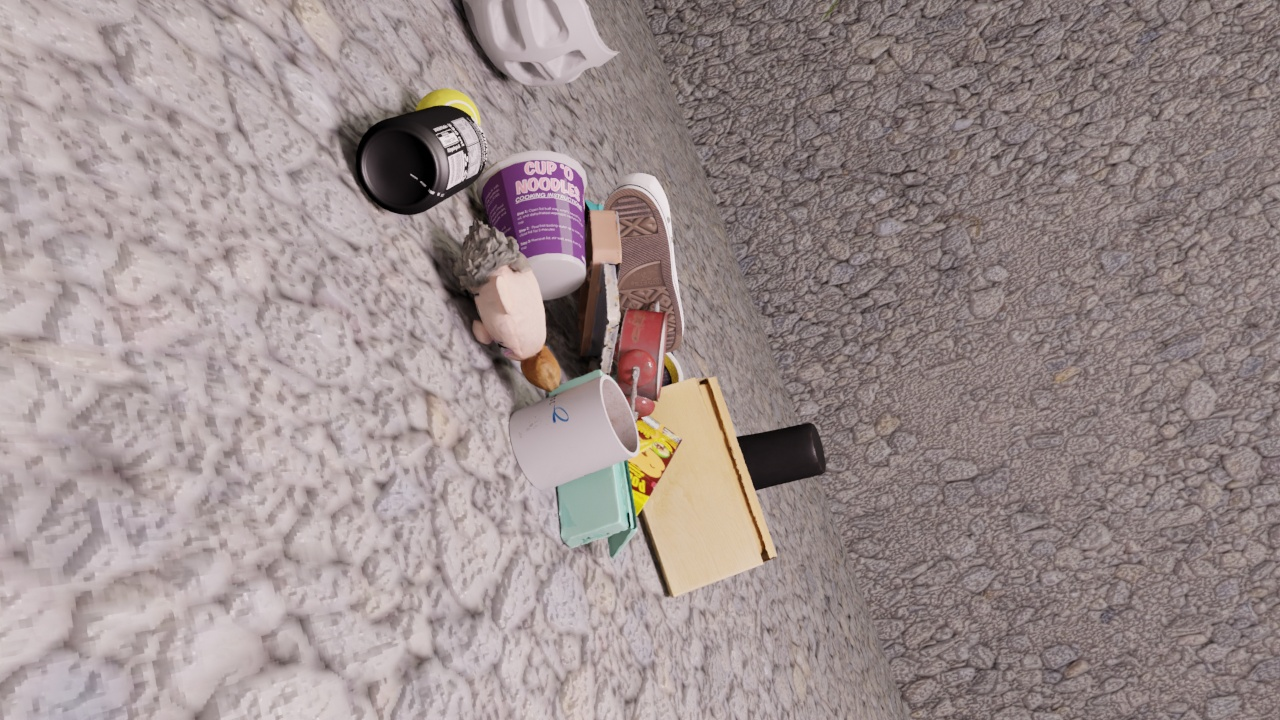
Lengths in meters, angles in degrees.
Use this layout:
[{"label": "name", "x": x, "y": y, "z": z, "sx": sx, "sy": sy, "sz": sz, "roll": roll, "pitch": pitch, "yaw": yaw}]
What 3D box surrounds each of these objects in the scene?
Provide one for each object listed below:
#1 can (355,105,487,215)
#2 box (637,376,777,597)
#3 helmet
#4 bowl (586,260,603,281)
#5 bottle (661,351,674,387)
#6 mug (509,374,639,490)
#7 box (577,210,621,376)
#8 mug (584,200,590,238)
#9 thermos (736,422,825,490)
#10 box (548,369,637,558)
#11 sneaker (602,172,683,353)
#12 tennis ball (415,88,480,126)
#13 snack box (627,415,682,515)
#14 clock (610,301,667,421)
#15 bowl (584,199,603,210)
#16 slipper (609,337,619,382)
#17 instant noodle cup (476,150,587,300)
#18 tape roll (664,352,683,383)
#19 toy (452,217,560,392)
[{"label": "can", "x": -0.190, "y": -0.182, "z": 0.817, "sx": 0.080, "sy": 0.080, "sz": 0.145, "roll": 64, "pitch": 15, "yaw": -16}, {"label": "box", "x": 0.068, "y": 0.156, "z": 1.173, "sx": 0.184, "sy": 0.142, "sz": 0.248, "roll": 5, "pitch": 63, "yaw": -66}, {"label": "helmet", "x": -0.149, "y": -0.508, "z": 1.238, "sx": 0.224, "sy": 0.184, "sz": 0.282, "roll": 36, "pitch": 41, "yaw": -74}, {"label": "bowl", "x": -0.018, "y": -0.133, "z": 1.256, "sx": 0.153, "sy": 0.076, "sz": 0.152, "roll": 33, "pitch": 16, "yaw": -11}, {"label": "bottle", "x": 0.033, "y": 0.032, "z": 1.366, "sx": 0.056, "sy": 0.056, "sz": 0.160, "roll": 38, "pitch": 33, "yaw": -63}, {"label": "mug", "x": -0.061, "y": 0.061, "z": 0.894, "sx": 0.083, "sy": 0.096, "sz": 0.119, "roll": 62, "pitch": 16, "yaw": -22}, {"label": "box", "x": -0.047, "y": -0.051, "z": 1.046, "sx": 0.217, "sy": 0.043, "sz": 0.150, "roll": 104, "pitch": -13, "yaw": -58}, {"label": "mug", "x": -0.105, "y": -0.171, "z": 1.134, "sx": 0.081, "sy": 0.084, "sz": 0.111, "roll": 59, "pitch": -15, "yaw": -25}, {"label": "thermos", "x": 0.145, "y": 0.147, "z": 1.294, "sx": 0.105, "sy": 0.219, "sz": 0.106, "roll": -15, "pitch": 90, "yaw": -71}, {"label": "box", "x": -0.038, "y": 0.108, "z": 0.948, "sx": 0.080, "sy": 0.077, "sz": 0.188, "roll": 49, "pitch": 23, "yaw": -48}, {"label": "sneaker", "x": 0.006, "y": -0.124, "z": 1.151, "sx": 0.097, "sy": 0.091, "sz": 0.246, "roll": -75, "pitch": 157, "yaw": -52}, {"label": "tennis ball", "x": -0.193, "y": -0.238, "z": 0.919, "sx": 0.065, "sy": 0.065, "sz": 0.065, "roll": 59, "pitch": 17, "yaw": -31}, {"label": "snack box", "x": -0.001, "y": 0.117, "z": 1.056, "sx": 0.061, "sy": 0.026, "sz": 0.148, "roll": 35, "pitch": 32, "yaw": 2}, {"label": "clock", "x": -0.006, "y": 0.006, "z": 1.090, "sx": 0.156, "sy": 0.062, "sz": 0.110, "roll": -79, "pitch": 173, "yaw": -50}, {"label": "bowl", "x": -0.069, "y": -0.196, "z": 1.348, "sx": 0.121, "sy": 0.046, "sz": 0.121, "roll": 59, "pitch": 17, "yaw": -31}, {"label": "slipper", "x": -0.030, "y": -0.047, "z": 1.255, "sx": 0.107, "sy": 0.056, "sz": 0.221, "roll": 57, "pitch": 17, "yaw": -30}, {"label": "instant noodle cup", "x": -0.104, "y": -0.135, "z": 0.987, "sx": 0.136, "sy": 0.122, "sz": 0.121, "roll": 29, "pitch": 43, "yaw": -54}, {"label": "tape roll", "x": 0.018, "y": 0.018, "z": 1.308, "sx": 0.094, "sy": 0.019, "sz": 0.093, "roll": 19, "pitch": 53, "yaw": -27}, {"label": "toy", "x": -0.126, "y": -0.048, "z": 0.871, "sx": 0.132, "sy": 0.076, "sz": 0.176, "roll": -147, "pitch": -148, "yaw": -88}]
